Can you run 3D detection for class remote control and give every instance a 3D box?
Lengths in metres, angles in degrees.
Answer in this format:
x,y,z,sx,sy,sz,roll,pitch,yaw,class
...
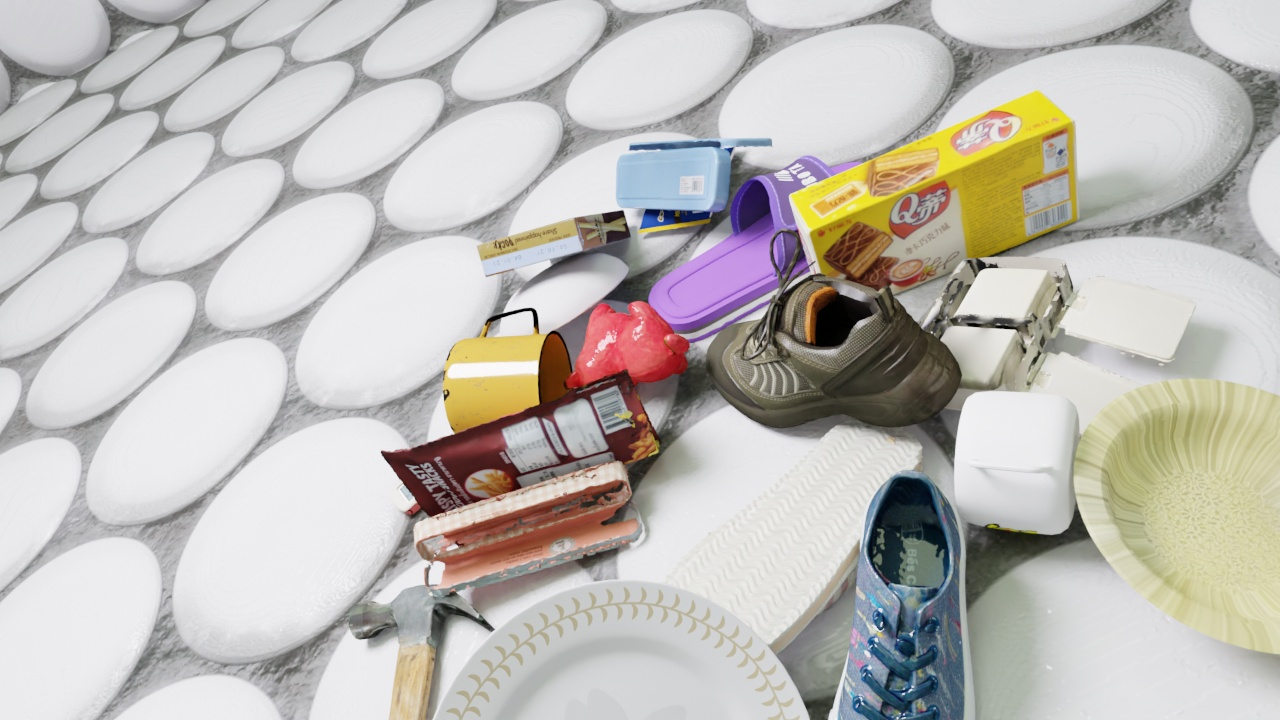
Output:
x,y,z,sx,sy,sz,roll,pitch,yaw,class
-0.186,0.098,0.881,0.125,0.018,0.038,-42,44,-12,remote control

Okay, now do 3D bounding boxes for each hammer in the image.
x,y,z,sx,sy,sz,roll,pitch,yaw,class
-0.176,0.315,0.665,0.132,0.033,0.329,-15,46,13,hammer

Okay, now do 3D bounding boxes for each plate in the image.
x,y,z,sx,sy,sz,roll,pitch,yaw,class
0.362,0.097,0.567,0.184,0.036,0.184,-3,53,4,plate
-0.009,0.255,0.545,0.242,0.016,0.242,3,73,-10,plate

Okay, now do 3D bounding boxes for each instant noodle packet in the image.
x,y,z,sx,sy,sz,roll,pitch,yaw,class
0.054,-0.193,1.021,0.087,0.026,0.134,-4,49,31,instant noodle packet

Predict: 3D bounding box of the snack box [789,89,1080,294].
x,y,z,sx,sy,sz,roll,pitch,yaw,class
0.255,-0.134,0.800,0.230,0.110,0.061,-22,42,7,snack box

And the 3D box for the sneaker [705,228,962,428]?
x,y,z,sx,sy,sz,roll,pitch,yaw,class
0.116,-0.020,0.722,0.238,0.143,0.100,2,50,51,sneaker

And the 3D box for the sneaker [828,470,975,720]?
x,y,z,sx,sy,sz,roll,pitch,yaw,class
0.163,0.175,0.555,0.087,0.079,0.235,6,64,15,sneaker

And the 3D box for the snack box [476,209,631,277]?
x,y,z,sx,sy,sz,roll,pitch,yaw,class
-0.083,-0.123,0.945,0.101,0.031,0.185,-13,8,16,snack box

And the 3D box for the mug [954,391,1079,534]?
x,y,z,sx,sy,sz,roll,pitch,yaw,class
0.251,0.068,0.613,0.068,0.115,0.094,3,89,30,mug

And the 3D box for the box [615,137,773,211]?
x,y,z,sx,sy,sz,roll,pitch,yaw,class
0.050,-0.194,0.957,0.085,0.073,0.209,-12,16,-26,box

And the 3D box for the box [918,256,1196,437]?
x,y,z,sx,sy,sz,roll,pitch,yaw,class
0.306,-0.011,0.707,0.188,0.058,0.144,17,61,42,box

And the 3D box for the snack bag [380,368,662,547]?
x,y,z,sx,sy,sz,roll,pitch,yaw,class
-0.089,0.082,0.763,0.208,0.139,0.066,-25,48,0,snack bag

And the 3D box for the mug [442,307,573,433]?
x,y,z,sx,sy,sz,roll,pitch,yaw,class
-0.121,0.014,0.838,0.094,0.100,0.123,-3,86,13,mug

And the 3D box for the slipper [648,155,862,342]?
x,y,z,sx,sy,sz,roll,pitch,yaw,class
0.120,-0.127,0.883,0.266,0.084,0.107,-33,43,-4,slipper

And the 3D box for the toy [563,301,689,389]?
x,y,z,sx,sy,sz,roll,pitch,yaw,class
-0.005,0.005,0.825,0.133,0.088,0.093,-3,45,53,toy

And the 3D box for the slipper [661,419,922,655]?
x,y,z,sx,sy,sz,roll,pitch,yaw,class
0.108,0.137,0.669,0.262,0.052,0.115,-39,39,-25,slipper

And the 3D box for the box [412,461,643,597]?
x,y,z,sx,sy,sz,roll,pitch,yaw,class
-0.093,0.138,0.749,0.187,0.056,0.070,-18,70,-1,box

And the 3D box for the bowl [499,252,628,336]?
x,y,z,sx,sy,sz,roll,pitch,yaw,class
-0.086,-0.070,0.921,0.150,0.043,0.149,-30,15,9,bowl
